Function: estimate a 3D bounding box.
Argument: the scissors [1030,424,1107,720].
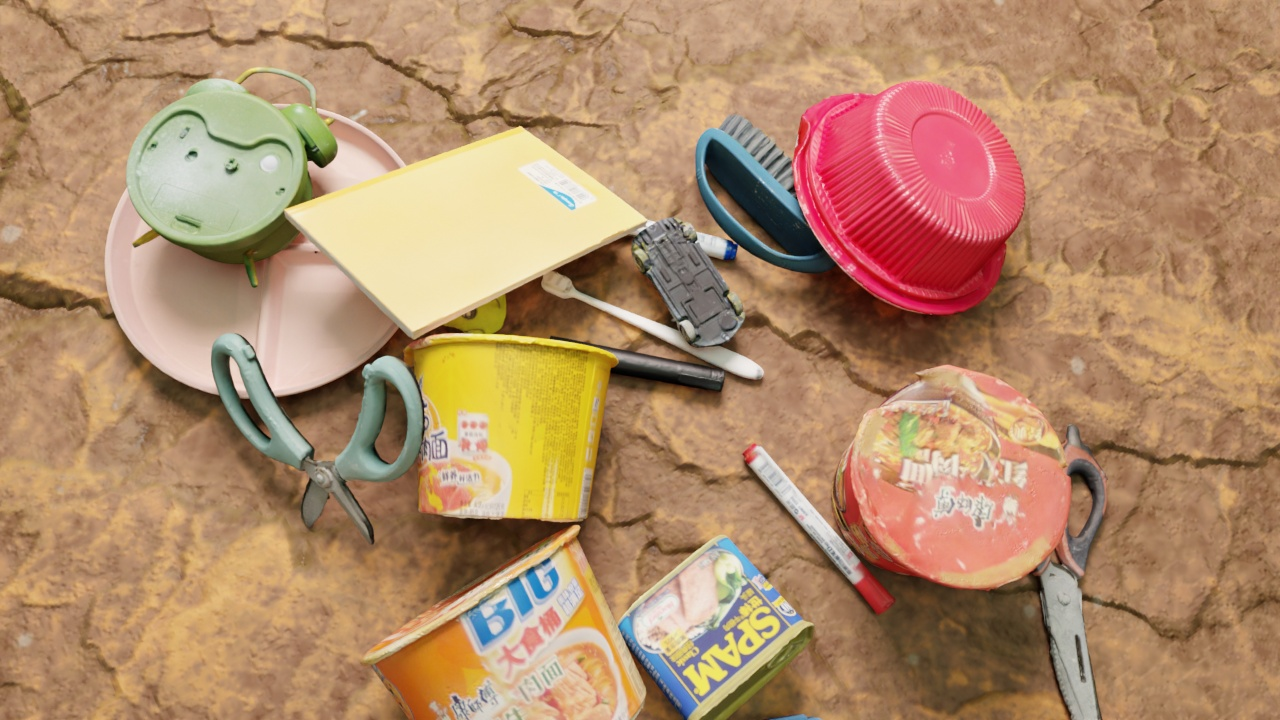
[{"bbox_3d":[0.310,0.152,0.649,0.182,0.015,0.209,-38,80,-14],"label":"scissors"}]

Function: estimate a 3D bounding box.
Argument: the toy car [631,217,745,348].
[{"bbox_3d":[0.035,-0.055,0.675,0.049,0.031,0.105,-30,78,-7],"label":"toy car"}]

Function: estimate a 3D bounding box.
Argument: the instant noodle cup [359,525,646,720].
[{"bbox_3d":[-0.074,0.185,0.553,0.151,0.151,0.111,-30,86,-12],"label":"instant noodle cup"}]

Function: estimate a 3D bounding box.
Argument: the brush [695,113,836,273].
[{"bbox_3d":[0.093,-0.119,0.693,0.073,0.055,0.144,-40,81,-15],"label":"brush"}]

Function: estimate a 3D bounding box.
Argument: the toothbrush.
[{"bbox_3d":[0.009,-0.026,0.681,0.180,0.016,0.016,24,70,3],"label":"toothbrush"}]

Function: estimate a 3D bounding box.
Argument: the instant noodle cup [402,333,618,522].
[{"bbox_3d":[-0.086,0.048,0.599,0.138,0.138,0.109,3,82,-3],"label":"instant noodle cup"}]

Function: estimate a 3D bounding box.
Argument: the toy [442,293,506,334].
[{"bbox_3d":[-0.123,-0.067,0.672,0.100,0.031,0.097,-36,102,-28],"label":"toy"}]

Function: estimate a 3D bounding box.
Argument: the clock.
[{"bbox_3d":[-0.282,-0.139,0.646,0.116,0.056,0.161,19,74,2],"label":"clock"}]

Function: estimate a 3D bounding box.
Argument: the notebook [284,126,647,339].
[{"bbox_3d":[-0.116,-0.099,0.639,0.146,0.010,0.205,39,50,24],"label":"notebook"}]

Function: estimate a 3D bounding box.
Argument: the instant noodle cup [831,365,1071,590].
[{"bbox_3d":[0.195,0.087,0.612,0.138,0.109,0.137,1,73,-3],"label":"instant noodle cup"}]

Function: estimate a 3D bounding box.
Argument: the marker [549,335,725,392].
[{"bbox_3d":[-0.004,0.004,0.670,0.132,0.022,0.020,11,116,-1],"label":"marker"}]

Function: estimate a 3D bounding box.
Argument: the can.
[{"bbox_3d":[0.046,0.177,0.594,0.102,0.057,0.083,-37,61,-14],"label":"can"}]

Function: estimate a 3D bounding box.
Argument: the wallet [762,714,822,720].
[{"bbox_3d":[0.078,0.298,0.579,0.106,0.040,0.133,-7,66,-4],"label":"wallet"}]

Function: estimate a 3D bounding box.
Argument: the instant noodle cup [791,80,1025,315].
[{"bbox_3d":[0.207,-0.132,0.669,0.193,0.066,0.193,9,64,-20],"label":"instant noodle cup"}]

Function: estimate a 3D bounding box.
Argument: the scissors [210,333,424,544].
[{"bbox_3d":[-0.209,0.033,0.589,0.170,0.175,0.019,45,35,4],"label":"scissors"}]

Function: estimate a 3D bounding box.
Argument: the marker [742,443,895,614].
[{"bbox_3d":[0.124,0.117,0.647,0.017,0.017,0.145,-38,79,-13],"label":"marker"}]

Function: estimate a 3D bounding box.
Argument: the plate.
[{"bbox_3d":[-0.270,-0.081,0.674,0.229,0.028,0.229,1,75,-4],"label":"plate"}]

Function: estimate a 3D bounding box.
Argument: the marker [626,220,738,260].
[{"bbox_3d":[0.003,-0.101,0.703,0.146,0.017,0.016,14,73,0],"label":"marker"}]
